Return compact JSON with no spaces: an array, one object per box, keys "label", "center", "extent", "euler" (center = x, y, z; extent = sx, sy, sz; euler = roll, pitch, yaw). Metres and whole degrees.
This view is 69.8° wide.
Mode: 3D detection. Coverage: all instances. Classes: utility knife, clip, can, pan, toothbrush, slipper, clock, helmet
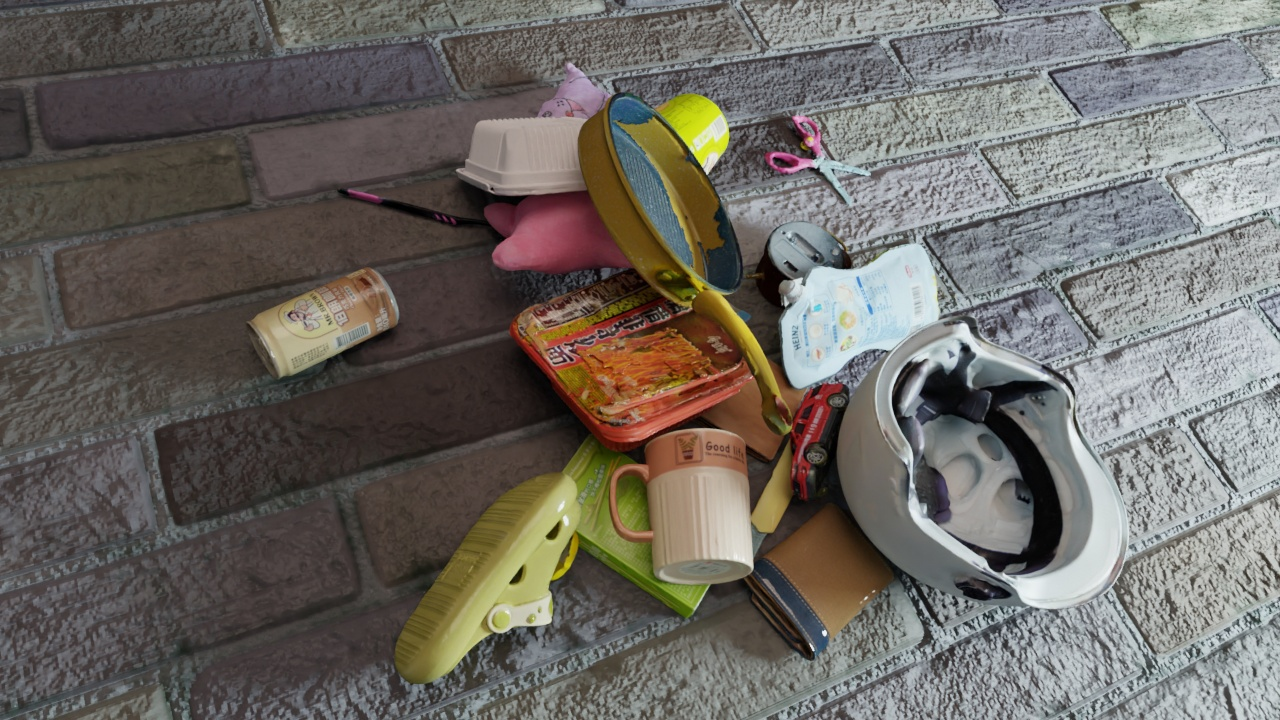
[{"label":"utility knife","center":[0.128,0.109,0.831],"extent":[0.031,0.020,0.187],"euler":[33,50,2]},{"label":"clip","center":[0.082,-0.049,0.917],"extent":[0.027,0.045,0.058],"euler":[-30,65,-26]},{"label":"can","center":[-0.273,-0.033,0.793],"extent":[0.116,0.059,0.058],"euler":[-30,71,-27]},{"label":"pan","center":[0.046,-0.081,0.750],"extent":[0.197,0.078,0.356],"euler":[31,38,-45]},{"label":"toothbrush","center":[-0.205,-0.142,0.902],"extent":[0.189,0.014,0.017],"euler":[13,67,-6]},{"label":"slipper","center":[-0.106,0.173,0.705],"extent":[0.081,0.092,0.190],"euler":[48,66,-22]},{"label":"clock","center":[0.170,-0.102,0.948],"extent":[0.082,0.055,0.121],"euler":[43,58,13]},{"label":"helmet","center":[0.275,0.105,0.797],"extent":[0.258,0.146,0.228],"euler":[35,58,-11]}]

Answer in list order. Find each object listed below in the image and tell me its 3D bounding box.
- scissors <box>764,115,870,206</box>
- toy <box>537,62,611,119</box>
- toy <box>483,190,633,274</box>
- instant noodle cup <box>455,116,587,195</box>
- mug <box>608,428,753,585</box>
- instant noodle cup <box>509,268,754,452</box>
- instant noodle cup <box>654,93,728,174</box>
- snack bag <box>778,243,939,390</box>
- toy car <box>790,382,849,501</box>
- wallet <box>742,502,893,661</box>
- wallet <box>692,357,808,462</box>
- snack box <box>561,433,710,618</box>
[{"label":"scissors","center":[0.201,-0.228,1.056],"extent":[0.130,0.017,0.133],"euler":[-20,70,-26]},{"label":"toy","center":[-0.070,-0.269,0.997],"extent":[0.084,0.039,0.107],"euler":[33,56,-4]},{"label":"toy","center":[-0.051,-0.131,0.881],"extent":[0.194,0.075,0.178],"euler":[-4,32,-8]},{"label":"instant noodle cup","center":[-0.095,-0.199,0.877],"extent":[0.137,0.060,0.173],"euler":[-9,18,-22]},{"label":"mug","center":[0.032,0.118,0.734],"extent":[0.114,0.082,0.105],"euler":[2,62,-8]},{"label":"instant noodle cup","center":[-0.005,0.005,0.806],"extent":[0.164,0.079,0.189],"euler":[-23,46,-25]},{"label":"instant noodle cup","center":[0.031,-0.219,0.960],"extent":[0.112,0.112,0.123],"euler":[35,49,8]},{"label":"snack bag","center":[0.214,-0.047,0.909],"extent":[0.190,0.110,0.039],"euler":[-16,22,-26]},{"label":"toy car","center":[0.158,0.072,0.828],"extent":[0.045,0.053,0.120],"euler":[8,45,23]},{"label":"wallet","center":[0.153,0.186,0.786],"extent":[0.115,0.033,0.090],"euler":[-33,75,-29]},{"label":"wallet","center":[0.093,0.031,0.872],"extent":[0.115,0.020,0.101],"euler":[32,57,3]},{"label":"snack box","center":[-0.002,0.138,0.778],"extent":[0.156,0.026,0.085],"euler":[32,58,6]}]
